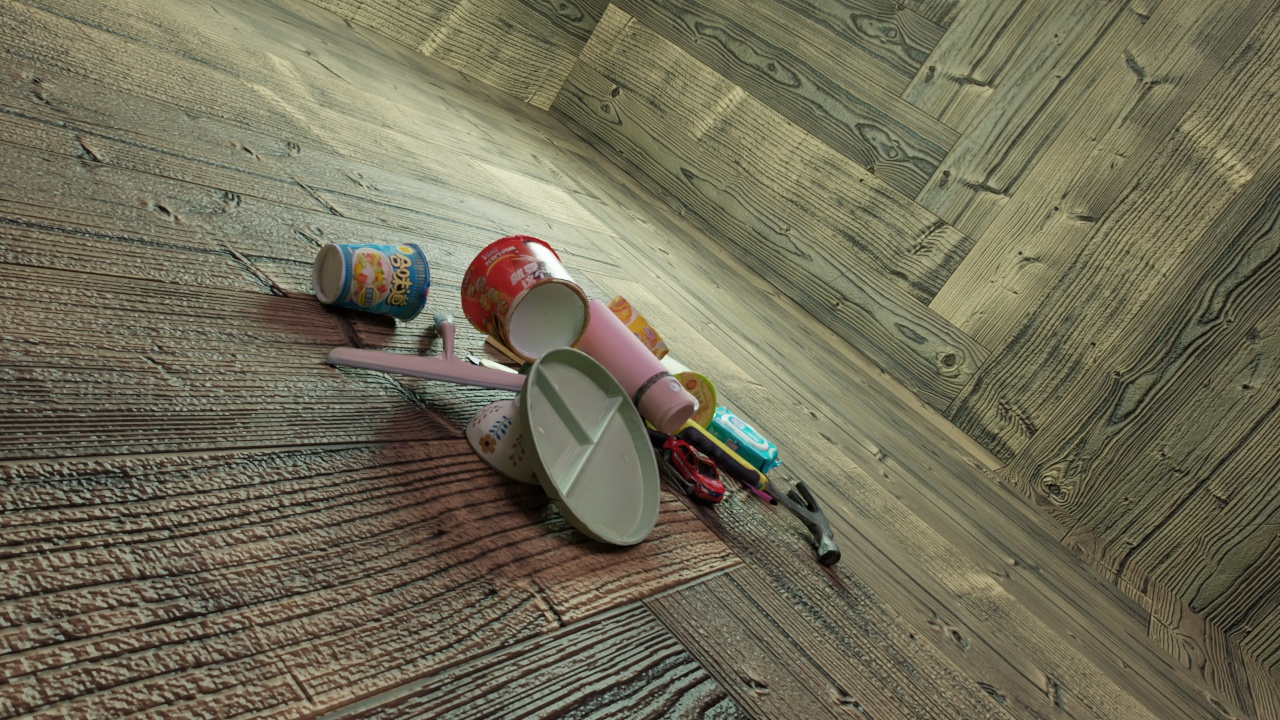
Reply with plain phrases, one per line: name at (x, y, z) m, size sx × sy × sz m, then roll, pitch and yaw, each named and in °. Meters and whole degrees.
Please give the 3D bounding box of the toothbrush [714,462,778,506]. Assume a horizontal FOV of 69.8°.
toothbrush at (0.125, 0.155, 1.350) m, size 0.189 × 0.014 × 0.017 m, roll 36°, pitch 7°, yaw 7°

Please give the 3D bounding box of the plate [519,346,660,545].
plate at (-0.053, 0.093, 0.994) m, size 0.230 × 0.028 × 0.229 m, roll 42°, pitch 33°, yaw -37°

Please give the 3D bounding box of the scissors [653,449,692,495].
scissors at (-0.018, 0.086, 1.202) m, size 0.229 × 0.021 × 0.190 m, roll 56°, pitch -20°, yaw -17°

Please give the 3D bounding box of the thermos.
thermos at (-0.007, 0.007, 1.168) m, size 0.198 × 0.067 × 0.087 m, roll 44°, pitch 31°, yaw 27°

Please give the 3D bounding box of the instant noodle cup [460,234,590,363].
instant noodle cup at (-0.130, -0.068, 1.087) m, size 0.137 × 0.138 × 0.108 m, roll 20°, pitch 14°, yaw -39°

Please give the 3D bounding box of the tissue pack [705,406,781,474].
tissue pack at (0.153, 0.129, 1.412) m, size 0.133 × 0.050 × 0.093 m, roll 38°, pitch 16°, yaw 12°

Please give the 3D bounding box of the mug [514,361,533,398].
mug at (-0.105, 0.047, 1.120) m, size 0.106 × 0.082 × 0.111 m, roll 41°, pitch 49°, yaw 22°

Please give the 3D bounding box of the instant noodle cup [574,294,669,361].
instant noodle cup at (-0.033, -0.018, 1.292) m, size 0.138 × 0.110 × 0.138 m, roll 49°, pitch -2°, yaw 2°

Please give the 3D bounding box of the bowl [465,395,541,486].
bowl at (-0.127, 0.078, 1.001) m, size 0.113 × 0.062 × 0.113 m, roll 30°, pitch 16°, yaw -10°

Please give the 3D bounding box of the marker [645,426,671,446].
marker at (0.047, 0.119, 1.297) m, size 0.132 × 0.020 × 0.022 m, roll 22°, pitch 43°, yaw -38°

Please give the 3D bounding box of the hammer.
hammer at (0.149, 0.157, 1.243) m, size 0.323 × 0.032 × 0.126 m, roll 37°, pitch 21°, yaw -25°

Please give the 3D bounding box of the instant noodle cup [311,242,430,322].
instant noodle cup at (-0.322, -0.098, 1.086) m, size 0.109 × 0.099 × 0.099 m, roll 4°, pitch 33°, yaw -47°

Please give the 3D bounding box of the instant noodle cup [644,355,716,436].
instant noodle cup at (0.037, 0.044, 1.349) m, size 0.111 × 0.112 × 0.123 m, roll 25°, pitch 11°, yaw -29°

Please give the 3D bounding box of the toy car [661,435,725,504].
toy car at (0.073, 0.143, 1.230) m, size 0.053 × 0.045 × 0.120 m, roll 19°, pitch 24°, yaw -38°

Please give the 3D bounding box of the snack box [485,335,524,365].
snack box at (-0.157, -0.031, 1.316) m, size 0.084 × 0.026 × 0.157 m, roll 35°, pitch 16°, yaw 1°

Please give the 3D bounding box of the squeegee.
squeegee at (-0.231, -0.028, 1.086) m, size 0.247 × 0.040 × 0.249 m, roll 9°, pitch 14°, yaw -16°

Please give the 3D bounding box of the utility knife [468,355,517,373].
utility knife at (-0.146, 0.026, 1.192) m, size 0.166 × 0.018 × 0.031 m, roll 29°, pitch 13°, yaw -22°
